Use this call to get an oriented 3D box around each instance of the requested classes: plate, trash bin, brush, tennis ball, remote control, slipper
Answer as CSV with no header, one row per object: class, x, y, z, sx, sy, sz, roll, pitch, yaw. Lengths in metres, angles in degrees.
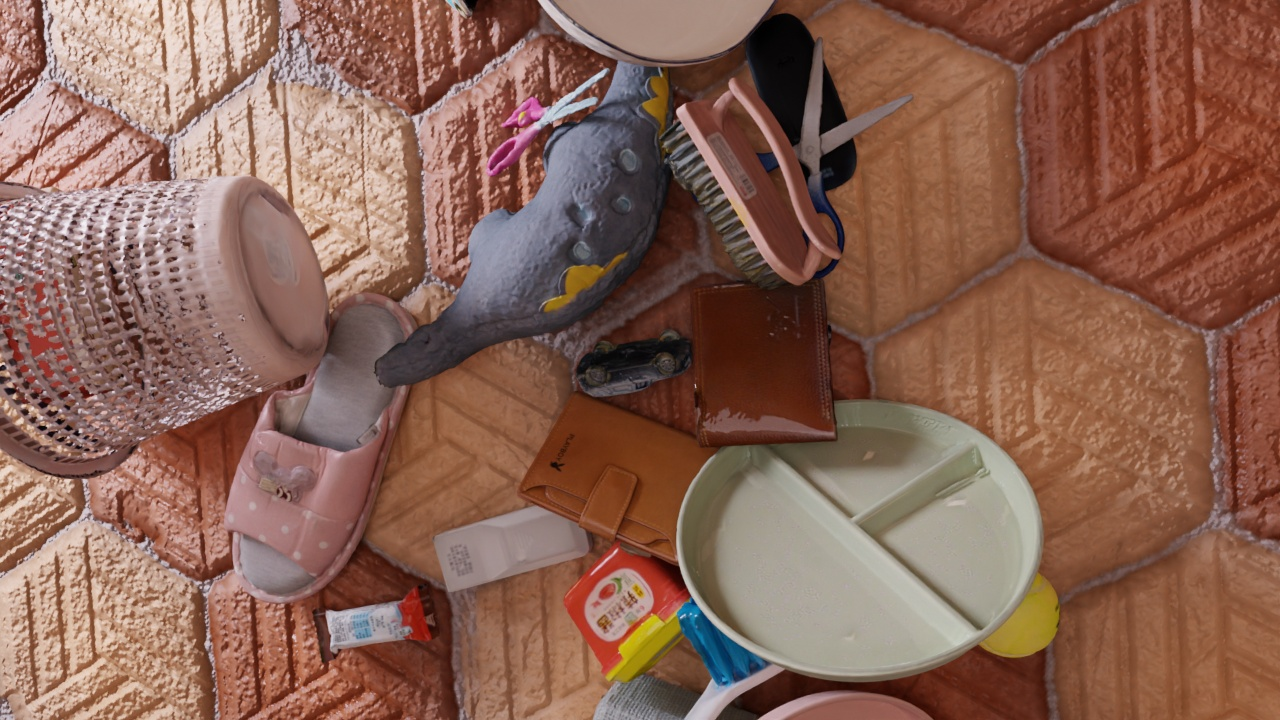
plate,0.003,-0.298,0.640,0.204,0.046,0.204,3,80,-18
trash bin,-0.351,-0.043,0.680,0.192,0.227,0.227,-13,89,5
brush,0.079,-0.118,0.637,0.073,0.063,0.145,-31,90,35
brush,0.050,0.214,0.619,0.313,0.061,0.109,-31,105,-21
plate,0.122,0.330,0.635,0.229,0.028,0.230,-4,104,-19
tennis ball,0.254,0.171,0.634,0.065,0.065,0.065,0,92,11
remote control,-0.101,0.146,0.728,0.125,0.024,0.049,-18,88,12
plate,0.137,0.109,0.598,0.230,0.229,0.027,-9,127,12
slipper,-0.260,0.074,0.742,0.114,0.054,0.274,27,95,10
remote control,0.117,-0.190,0.670,0.053,0.024,0.136,-22,88,14

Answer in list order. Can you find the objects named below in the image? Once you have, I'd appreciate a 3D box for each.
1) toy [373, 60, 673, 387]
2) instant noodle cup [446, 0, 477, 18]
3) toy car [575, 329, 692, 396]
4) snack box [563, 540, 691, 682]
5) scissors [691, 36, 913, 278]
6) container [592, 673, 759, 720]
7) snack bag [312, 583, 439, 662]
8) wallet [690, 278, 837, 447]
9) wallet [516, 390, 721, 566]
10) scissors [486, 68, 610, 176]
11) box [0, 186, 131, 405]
toy,-0.061,-0.099,0.677,0.138,0.091,0.356,41,94,26
instant noodle cup,-0.122,-0.337,0.681,0.120,0.111,0.111,-42,84,1
toy car,-0.004,0.004,0.695,0.091,0.042,0.034,-12,117,15
snack box,-0.003,0.181,0.685,0.091,0.082,0.080,-46,70,8
scissors,0.116,-0.139,0.661,0.176,0.012,0.162,-14,100,25
container,0.018,0.294,0.678,0.111,0.090,0.090,18,95,13
snack bag,-0.219,0.216,0.753,0.104,0.026,0.048,-16,82,12
wallet,0.089,0.001,0.665,0.101,0.032,0.124,-5,73,12
wallet,-0.011,0.085,0.678,0.132,0.031,0.107,21,53,11
scissors,-0.071,-0.170,0.666,0.017,0.138,0.093,37,72,-32
box,-0.493,-0.049,0.762,0.076,0.091,0.168,-12,89,-10
